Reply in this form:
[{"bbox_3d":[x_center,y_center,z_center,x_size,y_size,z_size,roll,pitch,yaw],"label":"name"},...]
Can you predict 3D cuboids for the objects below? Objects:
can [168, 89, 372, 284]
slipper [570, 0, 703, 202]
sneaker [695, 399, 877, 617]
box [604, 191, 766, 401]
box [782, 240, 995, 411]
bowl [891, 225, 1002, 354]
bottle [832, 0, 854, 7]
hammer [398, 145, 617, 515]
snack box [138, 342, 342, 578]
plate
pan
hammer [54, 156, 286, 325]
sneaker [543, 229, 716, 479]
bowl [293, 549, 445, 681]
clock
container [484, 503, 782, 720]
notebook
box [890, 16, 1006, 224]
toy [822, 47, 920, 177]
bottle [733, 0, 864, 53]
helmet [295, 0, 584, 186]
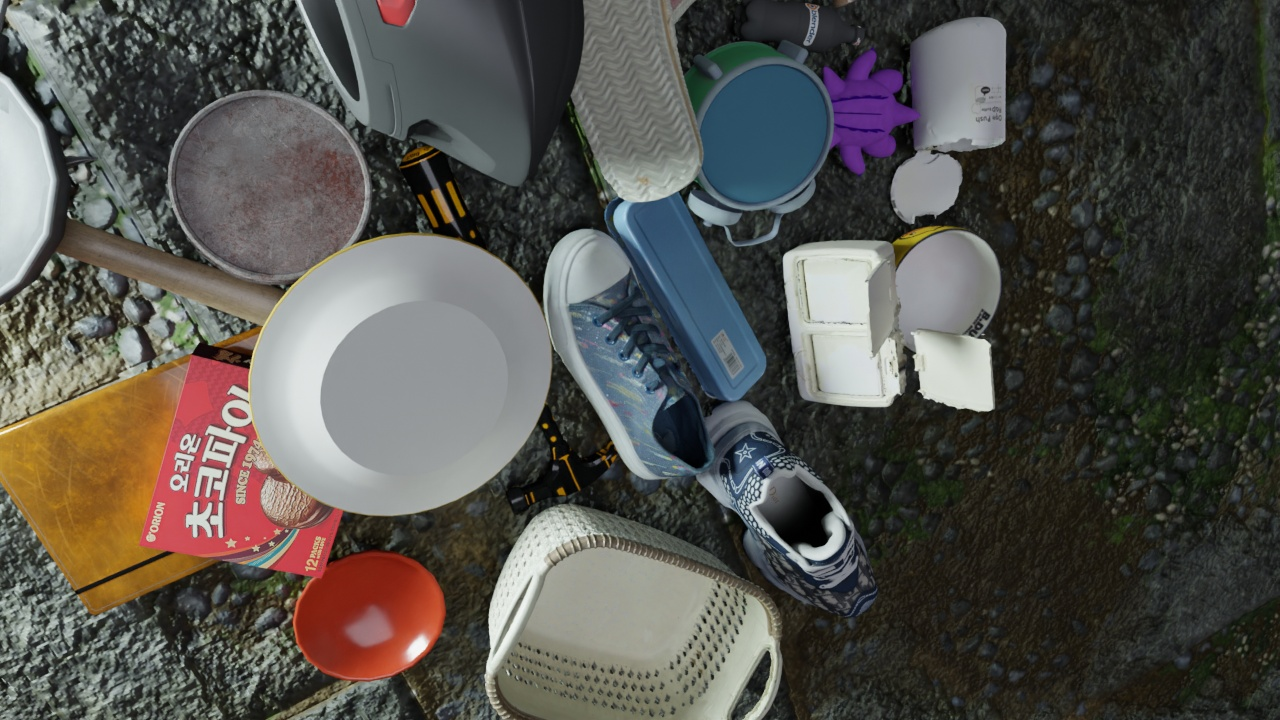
[{"bbox_3d":[-0.259,-0.120,0.646,0.129,0.044,0.130,0,91,-23],"label":"can"},{"bbox_3d":[-0.012,-0.250,0.680,0.115,0.052,0.263,-12,100,22],"label":"slipper"},{"bbox_3d":[0.151,0.158,0.832,0.103,0.132,0.269,-41,115,-5],"label":"sneaker"},{"bbox_3d":[0.040,-0.060,0.794,0.066,0.049,0.210,-42,117,-22],"label":"box"},{"bbox_3d":[0.185,-0.022,0.760,0.095,0.186,0.145,-20,107,-27],"label":"box"},{"bbox_3d":[0.257,-0.066,0.831,0.117,0.067,0.117,-5,107,-16],"label":"bowl"},{"bbox_3d":[0.141,-0.342,0.712,0.061,0.061,0.131,-29,113,-10],"label":"bottle"},{"bbox_3d":[-0.108,-0.024,0.750,0.123,0.036,0.321,-27,114,-12],"label":"hammer"},{"bbox_3d":[-0.290,0.079,0.703,0.132,0.036,0.152,16,100,-21],"label":"snack box"},{"bbox_3d":[-0.170,0.018,0.690,0.229,0.021,0.230,-12,116,-25],"label":"plate"},{"bbox_3d":[-0.420,-0.193,0.585,0.178,0.041,0.357,21,91,-2],"label":"pan"},{"bbox_3d":[-0.302,-0.049,0.670,0.331,0.031,0.119,21,96,-17],"label":"hammer"},{"bbox_3d":[-0.004,0.004,0.753,0.087,0.079,0.235,-35,115,-29],"label":"sneaker"},{"bbox_3d":[-0.230,0.210,0.781,0.122,0.035,0.122,-5,108,-16],"label":"bowl"},{"bbox_3d":[0.088,-0.171,0.747,0.121,0.075,0.162,-14,123,-12],"label":"clock"},{"bbox_3d":[-0.013,0.230,0.796,0.246,0.143,0.185,25,97,-23],"label":"container"},{"bbox_3d":[-0.341,0.087,0.718,0.249,0.014,0.178,-24,111,-9],"label":"notebook"},{"bbox_3d":[0.267,-0.202,0.793,0.084,0.112,0.162,-5,94,-20],"label":"box"},{"bbox_3d":[0.185,-0.208,0.771,0.088,0.056,0.106,-3,107,-18],"label":"toy"},{"bbox_3d":[0.130,-0.271,0.744,0.109,0.036,0.036,2,105,-18],"label":"bottle"},{"bbox_3d":[-0.126,-0.243,0.604,0.169,0.164,0.265,-24,104,-21],"label":"helmet"}]
